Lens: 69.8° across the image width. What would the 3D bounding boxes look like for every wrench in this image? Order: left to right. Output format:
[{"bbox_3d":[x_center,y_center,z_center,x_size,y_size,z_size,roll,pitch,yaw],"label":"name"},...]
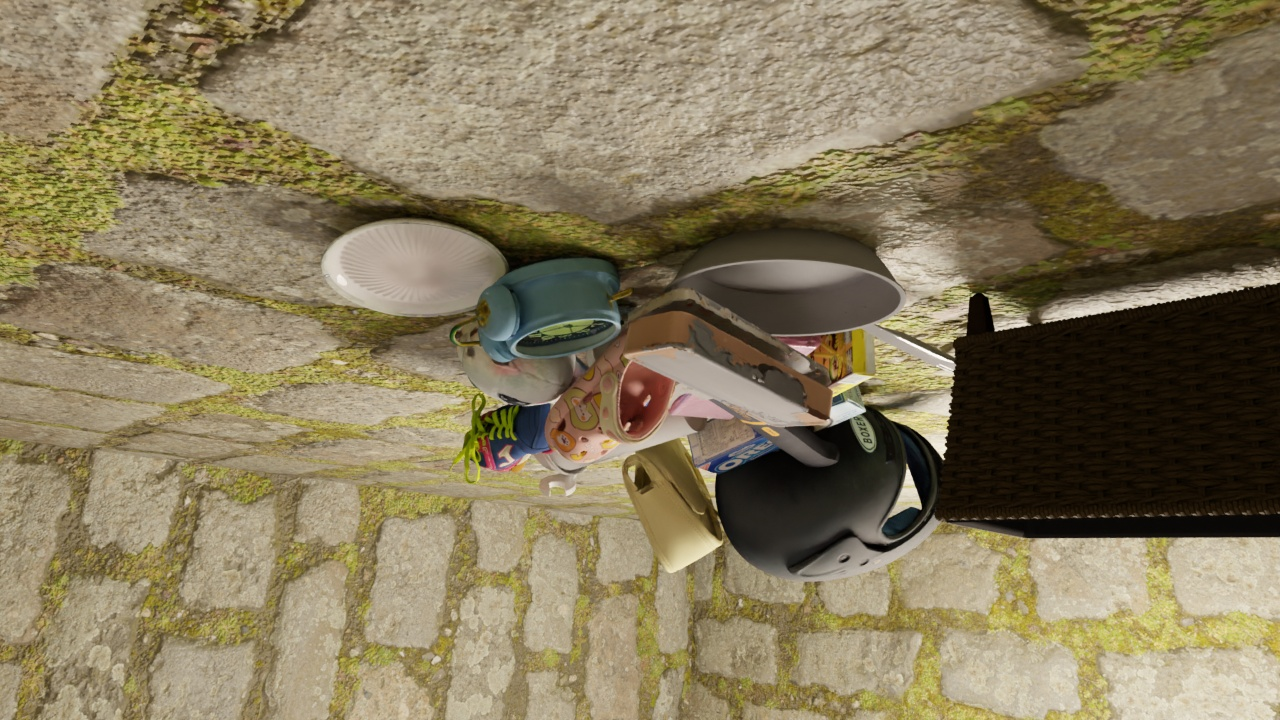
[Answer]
[{"bbox_3d":[-0.068,0.129,1.323,0.047,0.009,0.272,11,-156,20],"label":"wrench"}]

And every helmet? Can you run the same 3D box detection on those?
[{"bbox_3d":[0.256,0.164,1.251,0.316,0.248,0.236,-20,138,10],"label":"helmet"}]

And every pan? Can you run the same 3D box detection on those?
[{"bbox_3d":[0.184,-0.043,0.819,0.356,0.050,0.201,13,163,-33],"label":"pan"}]

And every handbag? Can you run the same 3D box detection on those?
[{"bbox_3d":[0.041,0.175,1.311,0.089,0.191,0.232,-26,-162,9],"label":"handbag"}]

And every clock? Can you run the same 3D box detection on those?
[{"bbox_3d":[-0.089,-0.042,0.809,0.162,0.060,0.118,-12,165,-7],"label":"clock"}]

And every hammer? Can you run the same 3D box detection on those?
[{"bbox_3d":[0.143,0.061,1.020,0.140,0.035,0.312,-15,150,33],"label":"hammer"}]

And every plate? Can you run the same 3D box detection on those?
[{"bbox_3d":[-0.190,-0.079,0.784,0.157,0.014,0.157,-3,155,-2],"label":"plate"}]

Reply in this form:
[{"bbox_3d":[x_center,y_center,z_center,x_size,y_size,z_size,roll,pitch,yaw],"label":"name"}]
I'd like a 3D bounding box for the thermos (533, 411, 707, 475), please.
[{"bbox_3d":[-0.029,0.072,1.197,0.222,0.131,0.131,-14,159,28],"label":"thermos"}]

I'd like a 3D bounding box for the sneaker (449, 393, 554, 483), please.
[{"bbox_3d":[-0.157,0.085,1.090,0.091,0.116,0.242,13,156,-19],"label":"sneaker"}]

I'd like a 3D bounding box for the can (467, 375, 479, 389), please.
[{"bbox_3d":[-0.161,0.006,1.087,0.101,0.053,0.053,-10,161,42],"label":"can"}]

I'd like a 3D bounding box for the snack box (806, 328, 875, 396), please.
[{"bbox_3d":[0.206,0.003,0.972,0.025,0.061,0.149,5,165,-10],"label":"snack box"}]

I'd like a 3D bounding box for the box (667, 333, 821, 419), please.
[{"bbox_3d":[0.107,0.011,1.012,0.098,0.037,0.233,4,156,-16],"label":"box"}]

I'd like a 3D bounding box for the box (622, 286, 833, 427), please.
[{"bbox_3d":[0.083,0.007,0.814,0.216,0.062,0.081,26,153,-38],"label":"box"}]

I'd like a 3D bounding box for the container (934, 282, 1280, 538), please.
[{"bbox_3d":[0.427,0.035,0.754,0.176,0.204,0.322,16,161,-41],"label":"container"}]

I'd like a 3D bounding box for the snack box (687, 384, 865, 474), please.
[{"bbox_3d":[0.165,0.075,1.145,0.227,0.059,0.059,-28,151,30],"label":"snack box"}]

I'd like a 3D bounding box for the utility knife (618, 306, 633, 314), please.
[{"bbox_3d":[-0.095,-0.064,0.872,0.213,0.020,0.029,10,166,-27],"label":"utility knife"}]

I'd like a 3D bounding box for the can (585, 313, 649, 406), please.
[{"bbox_3d":[-0.006,0.006,0.997,0.079,0.079,0.146,1,165,11],"label":"can"}]

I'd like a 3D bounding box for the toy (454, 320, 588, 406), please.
[{"bbox_3d":[-0.106,0.004,0.944,0.179,0.101,0.139,32,175,-42],"label":"toy"}]

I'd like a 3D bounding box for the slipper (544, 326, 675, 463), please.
[{"bbox_3d":[-0.012,0.043,0.874,0.093,0.081,0.198,8,134,-41],"label":"slipper"}]
